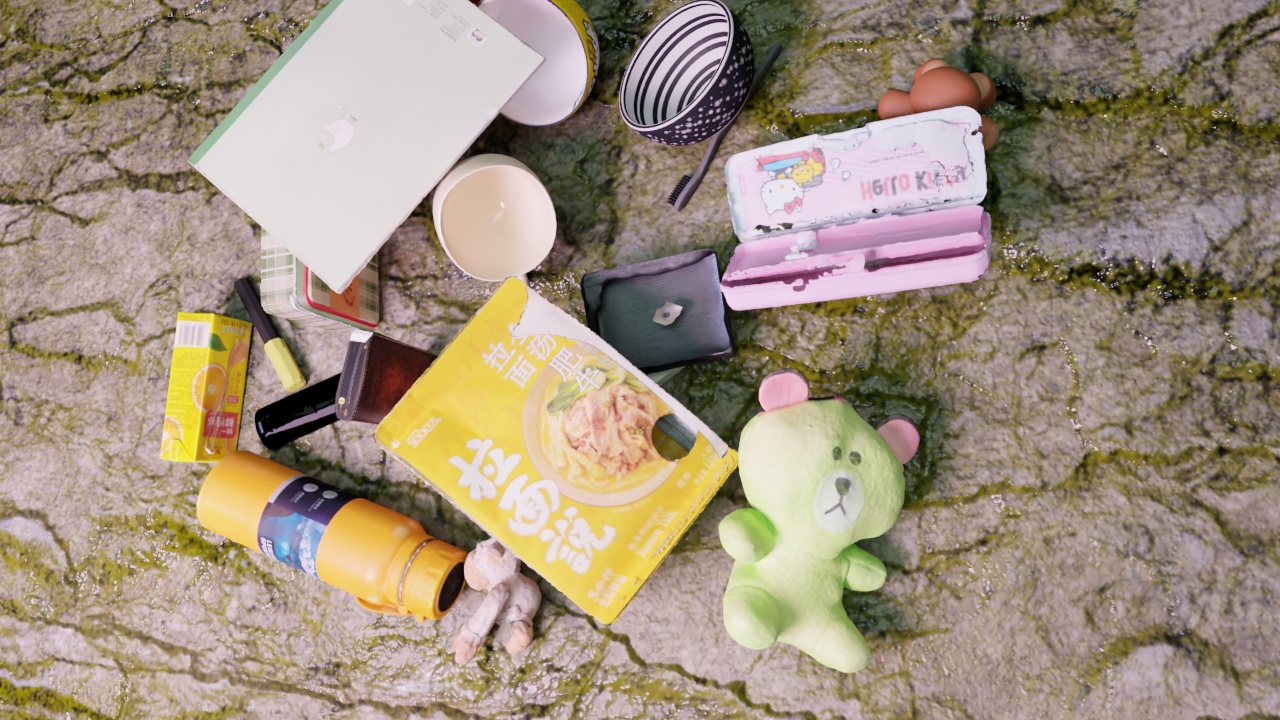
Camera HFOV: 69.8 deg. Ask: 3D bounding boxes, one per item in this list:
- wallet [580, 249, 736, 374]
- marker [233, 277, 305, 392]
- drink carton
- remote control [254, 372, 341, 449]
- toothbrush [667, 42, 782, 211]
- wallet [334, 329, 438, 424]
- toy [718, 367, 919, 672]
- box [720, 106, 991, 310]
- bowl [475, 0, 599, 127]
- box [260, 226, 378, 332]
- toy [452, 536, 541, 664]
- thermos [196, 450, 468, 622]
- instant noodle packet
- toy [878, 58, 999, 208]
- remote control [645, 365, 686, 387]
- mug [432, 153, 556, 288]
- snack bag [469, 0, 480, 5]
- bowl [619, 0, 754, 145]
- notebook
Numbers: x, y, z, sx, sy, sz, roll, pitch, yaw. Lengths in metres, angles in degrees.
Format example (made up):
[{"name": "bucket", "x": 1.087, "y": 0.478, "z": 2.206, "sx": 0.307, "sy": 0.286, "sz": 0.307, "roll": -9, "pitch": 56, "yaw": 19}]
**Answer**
[{"name": "wallet", "x": 0.014, "y": -0.035, "z": 0.743, "sx": 0.115, "sy": 0.026, "sz": 0.089, "roll": -11, "pitch": 79, "yaw": 10}, {"name": "marker", "x": -0.348, "y": -0.026, "z": 0.859, "sx": 0.124, "sy": 0.017, "sz": 0.021, "roll": 57, "pitch": 141, "yaw": 15}, {"name": "drink carton", "x": -0.397, "y": 0.026, "z": 0.843, "sx": 0.043, "sy": 0.058, "sz": 0.134, "roll": 4, "pitch": 84, "yaw": 14}, {"name": "remote control", "x": -0.284, "y": 0.036, "z": 0.835, "sx": 0.152, "sy": 0.020, "sz": 0.041, "roll": -24, "pitch": 79, "yaw": 8}, {"name": "toothbrush", "x": 0.074, "y": -0.200, "z": 0.784, "sx": 0.013, "sy": 0.013, "sz": 0.167, "roll": 34, "pitch": 91, "yaw": 24}, {"name": "wallet", "x": -0.207, "y": 0.019, "z": 0.764, "sx": 0.019, "sy": 0.123, "sz": 0.072, "roll": 11, "pitch": 85, "yaw": 15}, {"name": "toy", "x": 0.123, "y": 0.118, "z": 0.680, "sx": 0.150, "sy": 0.107, "sz": 0.196, "roll": 18, "pitch": 80, "yaw": -17}, {"name": "box", "x": 0.164, "y": -0.106, "z": 0.709, "sx": 0.202, "sy": 0.077, "sz": 0.146, "roll": -6, "pitch": 65, "yaw": 26}, {"name": "bowl", "x": -0.087, "y": -0.269, "z": 0.795, "sx": 0.117, "sy": 0.067, "sz": 0.117, "roll": 12, "pitch": 128, "yaw": 16}, {"name": "box", "x": -0.278, "y": -0.133, "z": 0.809, "sx": 0.051, "sy": 0.117, "sz": 0.205, "roll": -5, "pitch": 79, "yaw": 17}, {"name": "toy", "x": -0.118, "y": 0.188, "z": 0.742, "sx": 0.074, "sy": 0.085, "sz": 0.106, "roll": 1, "pitch": 77, "yaw": 0}, {"name": "thermos", "x": -0.260, "y": 0.154, "z": 0.790, "sx": 0.233, "sy": 0.092, "sz": 0.076, "roll": 18, "pitch": 58, "yaw": 15}, {"name": "instant noodle packet", "x": -0.062, "y": 0.065, "z": 0.683, "sx": 0.221, "sy": 0.084, "sz": 0.162, "roll": 41, "pitch": 77, "yaw": -9}, {"name": "toy", "x": 0.228, "y": -0.171, "z": 0.726, "sx": 0.095, "sy": 0.065, "sz": 0.128, "roll": 24, "pitch": 99, "yaw": 19}, {"name": "remote control", "x": -0.005, "y": 0.005, "z": 0.768, "sx": 0.143, "sy": 0.024, "sz": 0.049, "roll": -39, "pitch": 75, "yaw": 5}, {"name": "mug", "x": -0.122, "y": -0.115, "z": 0.778, "sx": 0.096, "sy": 0.099, "sz": 0.120, "roll": -24, "pitch": 115, "yaw": -7}, {"name": "snack bag", "x": -0.119, "y": -0.365, "z": 0.810, "sx": 0.208, "sy": 0.066, "sz": 0.139, "roll": -45, "pitch": 32, "yaw": 8}, {"name": "bowl", "x": 0.048, "y": -0.228, "z": 0.760, "sx": 0.120, "sy": 0.066, "sz": 0.120, "roll": -23, "pitch": 54, "yaw": 36}, {"name": "notebook", "x": -0.226, "y": -0.204, "z": 0.748, "sx": 0.182, "sy": 0.010, "sz": 0.252, "roll": 40, "pitch": 87, "yaw": 10}]
